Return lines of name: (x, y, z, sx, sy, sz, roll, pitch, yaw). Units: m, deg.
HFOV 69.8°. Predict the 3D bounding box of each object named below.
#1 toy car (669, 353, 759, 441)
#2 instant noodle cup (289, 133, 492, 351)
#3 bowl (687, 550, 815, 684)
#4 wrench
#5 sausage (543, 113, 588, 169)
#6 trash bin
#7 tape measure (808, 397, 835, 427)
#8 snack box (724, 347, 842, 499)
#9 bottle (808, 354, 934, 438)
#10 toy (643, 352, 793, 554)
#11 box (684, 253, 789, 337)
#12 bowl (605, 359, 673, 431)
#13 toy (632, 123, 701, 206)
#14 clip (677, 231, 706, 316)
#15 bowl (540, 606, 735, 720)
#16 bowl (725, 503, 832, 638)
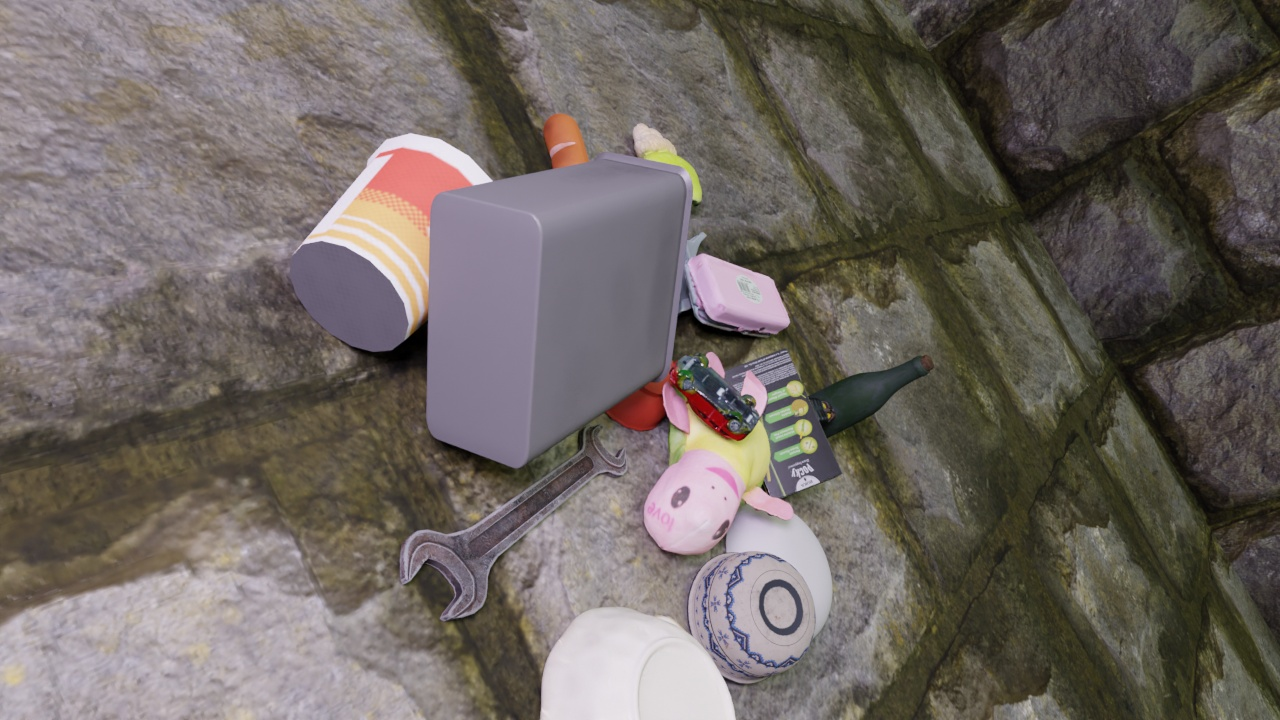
toy car: (0.064, 0.032, 0.813, 0.091, 0.036, 0.042, 44, 38, 0)
instant noodle cup: (-0.179, -0.080, 0.671, 0.123, 0.124, 0.120, 46, 44, -17)
bowl: (0.105, 0.221, 0.805, 0.115, 0.059, 0.115, 13, 63, -27)
wrench: (-0.086, 0.115, 0.722, 0.070, 0.010, 0.272, 58, 34, 0)
sausage: (-0.070, -0.186, 0.946, 0.044, 0.039, 0.164, 19, 50, -46)
trash bin: (-0.057, -0.048, 0.704, 0.219, 0.098, 0.192, -31, 133, -57)
tape measure: (0.180, 0.069, 1.035, 0.062, 0.067, 0.038, 5, 61, -49)
snack box: (0.148, 0.069, 0.987, 0.025, 0.080, 0.147, 92, -23, -75)
bottle: (0.258, 0.039, 1.060, 0.055, 0.175, 0.055, 31, 43, -34)
toy: (0.071, 0.085, 0.871, 0.190, 0.088, 0.237, 47, 39, -24)
box: (0.109, -0.073, 1.058, 0.202, 0.045, 0.086, 6, 62, -59)
bowl: (-0.005, 0.005, 0.884, 0.122, 0.035, 0.121, 31, 43, -34)
toy: (0.028, -0.235, 1.102, 0.092, 0.046, 0.115, -2, 59, -52)
clip: (0.016, -0.137, 1.026, 0.143, 0.029, 0.171, 43, 36, -25)
bowl: (0.015, 0.270, 0.685, 0.188, 0.060, 0.218, 54, 34, -6)
bowl: (0.149, 0.205, 0.914, 0.149, 0.043, 0.149, 31, 43, -34)
